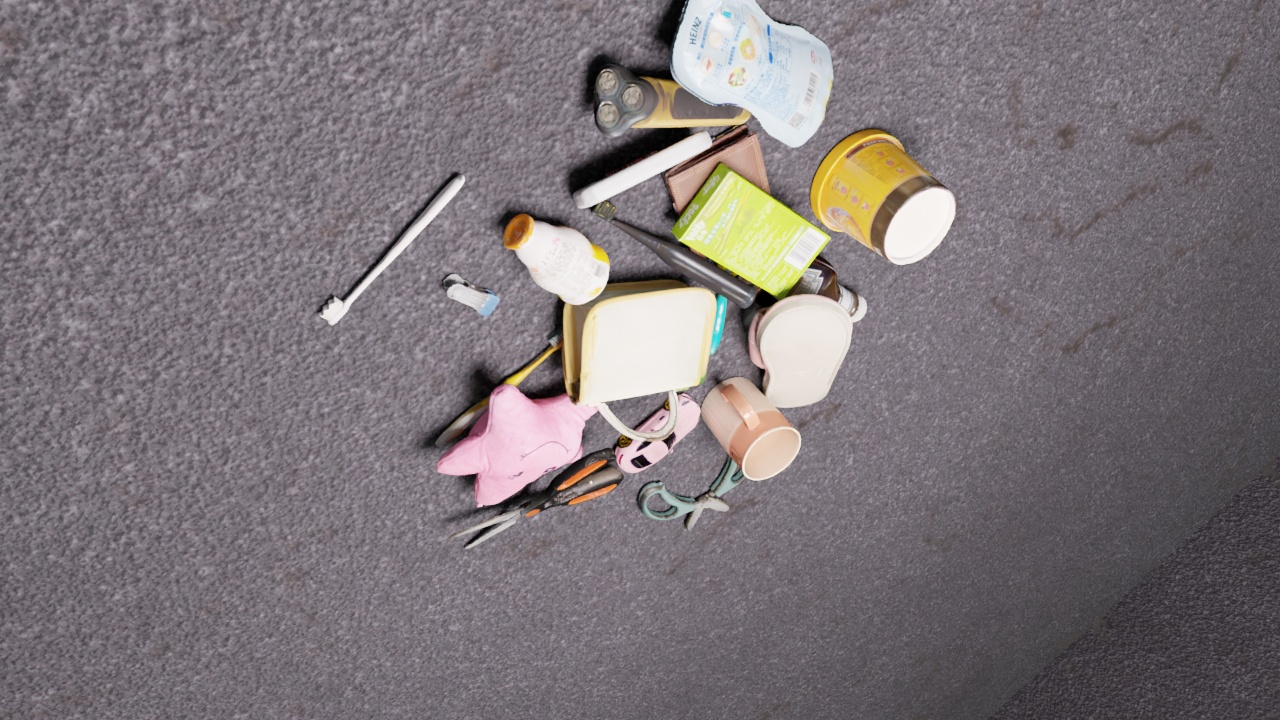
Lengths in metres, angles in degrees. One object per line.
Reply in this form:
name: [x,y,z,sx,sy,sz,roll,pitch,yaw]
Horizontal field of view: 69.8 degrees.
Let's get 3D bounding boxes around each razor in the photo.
razor: [0.090,-0.063,1.029,0.043,0.028,0.133,9,125,-1]
razor: [0.034,-0.231,0.826,0.167,0.068,0.062,-8,103,-36]

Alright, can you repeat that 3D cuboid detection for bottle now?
bottle: [-0.079,-0.097,0.862,0.063,0.063,0.108,-48,137,11]
bottle: [0.197,-0.083,1.072,0.194,0.044,0.080,16,120,-42]

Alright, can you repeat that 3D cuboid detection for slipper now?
slipper: [0.185,-0.015,1.081,0.114,0.054,0.275,-7,154,5]

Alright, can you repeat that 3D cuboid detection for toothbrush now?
toothbrush: [0.036,-0.108,0.937,0.212,0.026,0.027,27,112,-32]
toothbrush: [-0.144,0.026,0.962,0.191,0.016,0.018,-40,126,2]
toothbrush: [-0.218,-0.099,0.806,0.180,0.016,0.016,-44,131,8]

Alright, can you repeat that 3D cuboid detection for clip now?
clip: [-0.163,-0.063,0.872,0.026,0.036,0.058,-49,139,15]

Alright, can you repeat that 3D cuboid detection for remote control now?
remote control: [0.001,-0.178,0.854,0.136,0.056,0.020,-28,104,-10]

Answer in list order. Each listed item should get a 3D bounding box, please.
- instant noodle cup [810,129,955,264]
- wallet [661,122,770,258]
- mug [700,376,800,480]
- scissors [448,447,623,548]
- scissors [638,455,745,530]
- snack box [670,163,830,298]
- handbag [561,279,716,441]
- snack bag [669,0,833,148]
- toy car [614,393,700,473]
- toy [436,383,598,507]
instant noodle cup: [0.264,-0.171,0.987,0.118,0.114,0.119,-18,134,-21]
wallet: [0.080,-0.166,0.934,0.101,0.032,0.125,-29,136,-5]
mug: [0.127,0.073,1.113,0.081,0.106,0.114,-35,137,-3]
scissors: [-0.109,0.158,1.068,0.220,0.021,0.229,-8,153,-42]
scissors: [0.084,0.160,1.226,0.171,0.019,0.170,21,112,-41]
snack box: [0.114,-0.129,0.936,0.156,0.026,0.086,24,112,-35]
handbag: [-0.006,0.006,0.973,0.163,0.063,0.179,-9,114,-32]
snack bag: [0.103,-0.273,0.836,0.190,0.039,0.110,14,98,-41]
toy car: [0.023,0.091,1.113,0.122,0.037,0.056,-40,139,1]
toy: [-0.124,0.094,0.988,0.194,0.074,0.179,6,129,-51]
